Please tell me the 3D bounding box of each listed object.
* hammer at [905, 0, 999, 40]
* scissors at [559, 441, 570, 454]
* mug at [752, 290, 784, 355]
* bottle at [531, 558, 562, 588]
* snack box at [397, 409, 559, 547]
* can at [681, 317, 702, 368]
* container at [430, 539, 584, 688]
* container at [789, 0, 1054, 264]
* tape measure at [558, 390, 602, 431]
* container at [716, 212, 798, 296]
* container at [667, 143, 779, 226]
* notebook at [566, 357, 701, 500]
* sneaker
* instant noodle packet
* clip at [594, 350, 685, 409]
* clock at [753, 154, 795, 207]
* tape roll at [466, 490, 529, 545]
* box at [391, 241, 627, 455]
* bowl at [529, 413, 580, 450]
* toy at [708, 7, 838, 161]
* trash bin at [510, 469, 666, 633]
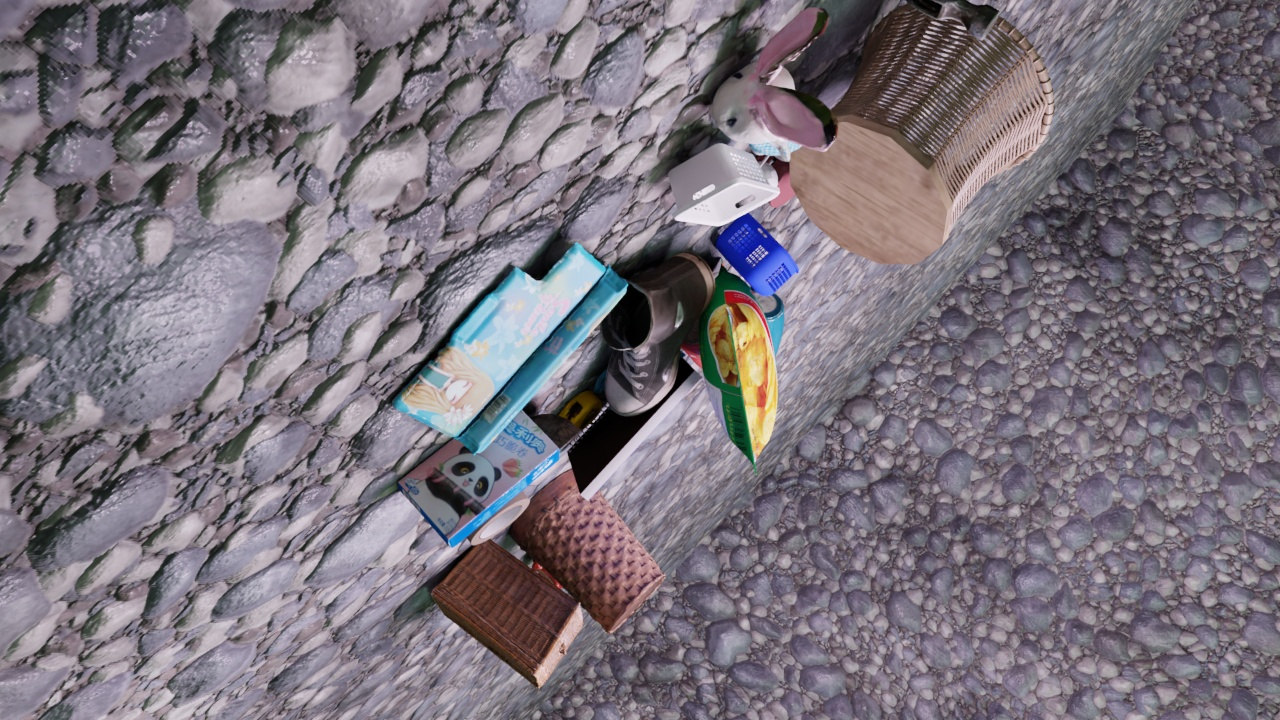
[{"bbox_3d":[0.374,-0.463,0.964,0.329,0.132,0.033,-50,164,-24],"label":"hammer"},{"bbox_3d":[-0.151,0.131,1.189,0.175,0.033,0.072,-34,163,-42],"label":"scissors"},{"bbox_3d":[0.187,-0.067,1.440,0.104,0.084,0.112,97,12,-54],"label":"mug"},{"bbox_3d":[-0.125,0.333,1.549,0.111,0.099,0.099,-41,162,-30],"label":"bottle"},{"bbox_3d":[-0.171,0.118,0.986,0.153,0.088,0.033,-40,162,-22],"label":"snack box"},{"bbox_3d":[0.090,-0.031,1.291,0.067,0.067,0.170,-47,162,1],"label":"can"},{"bbox_3d":[-0.183,0.353,1.293,0.112,0.198,0.114,-51,163,-25],"label":"container"},{"bbox_3d":[0.295,-0.238,0.997,0.195,0.227,0.227,-48,164,-22],"label":"container"},{"bbox_3d":[-0.076,0.068,1.193,0.059,0.030,0.068,-50,163,17],"label":"tape measure"},{"bbox_3d":[0.145,-0.131,1.159,0.058,0.096,0.114,-44,163,7],"label":"container"},{"bbox_3d":[0.082,-0.180,0.941,0.081,0.049,0.129,-25,173,27],"label":"container"},{"bbox_3d":[-0.015,0.073,1.212,0.209,0.022,0.171,-48,-163,3],"label":"notebook"},{"bbox_3d":[-0.008,-0.015,1.068,0.119,0.095,0.235,-24,154,-45],"label":"sneaker"},{"bbox_3d":[0.120,-0.002,1.128,0.090,0.196,0.252,-10,-161,7],"label":"instant noodle packet"},{"bbox_3d":[0.004,0.022,1.177,0.127,0.113,0.028,-36,161,11],"label":"clip"},{"bbox_3d":[0.164,-0.226,1.072,0.087,0.044,0.124,-51,162,15],"label":"clock"},{"bbox_3d":[-0.191,0.199,1.195,0.093,0.030,0.094,-37,165,-12],"label":"tape roll"},{"bbox_3d":[-0.110,-0.010,0.890,0.227,0.074,0.180,-48,164,4],"label":"box"},{"bbox_3d":[-0.134,0.102,1.077,0.121,0.056,0.121,-41,180,0],"label":"bowl"},{"bbox_3d":[0.117,-0.248,0.890,0.105,0.131,0.205,-2,180,-2],"label":"toy"},{"bbox_3d":[-0.071,0.286,1.379,0.151,0.210,0.151,-41,162,-16],"label":"trash bin"}]
